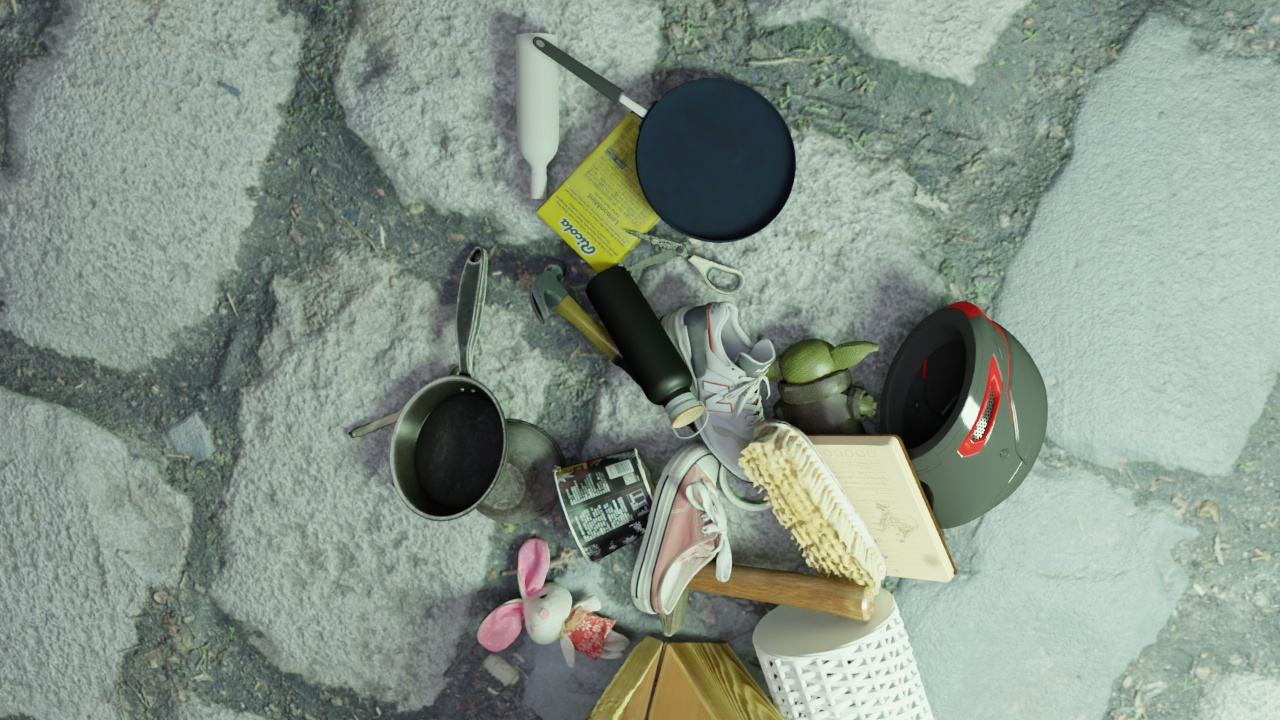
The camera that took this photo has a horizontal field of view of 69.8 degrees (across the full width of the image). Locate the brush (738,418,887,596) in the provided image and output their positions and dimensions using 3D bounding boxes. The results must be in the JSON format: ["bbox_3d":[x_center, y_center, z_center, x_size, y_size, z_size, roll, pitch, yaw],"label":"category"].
[{"bbox_3d":[0.211,0.183,1.100,0.083,0.056,0.271,-13,119,44],"label":"brush"}]

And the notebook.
[{"bbox_3d":[0.270,0.181,1.116,0.168,0.024,0.225,-4,125,43],"label":"notebook"}]

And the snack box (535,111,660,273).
[{"bbox_3d":[-0.027,-0.209,1.147,0.121,0.045,0.181,43,100,-4],"label":"snack box"}]

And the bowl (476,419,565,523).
[{"bbox_3d":[-0.176,0.156,1.219,0.145,0.067,0.145,1,100,7],"label":"bowl"}]

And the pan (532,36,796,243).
[{"bbox_3d":[0.025,-0.282,1.098,0.356,0.021,0.198,32,83,-8],"label":"pan"}]

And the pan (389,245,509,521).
[{"bbox_3d":[-0.231,0.030,1.190,0.188,0.055,0.356,6,81,29],"label":"pan"}]

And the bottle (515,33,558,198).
[{"bbox_3d":[-0.128,-0.300,1.139,0.052,0.052,0.195,2,100,7],"label":"bottle"}]

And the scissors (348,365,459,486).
[{"bbox_3d":[-0.311,0.091,1.252,0.179,0.015,0.195,8,100,5],"label":"scissors"}]

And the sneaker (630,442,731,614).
[{"bbox_3d":[0.065,0.200,1.120,0.088,0.240,0.118,0,138,28],"label":"sneaker"}]

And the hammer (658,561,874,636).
[{"bbox_3d":[0.147,0.289,1.157,0.301,0.037,0.158,1,101,33],"label":"hammer"}]

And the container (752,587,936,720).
[{"bbox_3d":[0.256,0.406,1.148,0.189,0.189,0.187,-18,96,10],"label":"container"}]

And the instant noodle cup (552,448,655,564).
[{"bbox_3d":[-0.036,0.180,1.177,0.112,0.137,0.137,-22,97,1],"label":"instant noodle cup"}]

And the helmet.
[{"bbox_3d":[0.388,0.074,1.084,0.169,0.164,0.265,15,101,-25],"label":"helmet"}]

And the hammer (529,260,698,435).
[{"bbox_3d":[-0.007,0.007,1.160,0.333,0.117,0.025,41,120,-7],"label":"hammer"}]

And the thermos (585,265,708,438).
[{"bbox_3d":[0.012,-0.008,1.112,0.061,0.061,0.231,-35,68,11],"label":"thermos"}]

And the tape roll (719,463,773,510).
[{"bbox_3d":[0.150,0.150,1.202,0.094,0.018,0.094,1,101,7],"label":"tape roll"}]

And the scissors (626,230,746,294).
[{"bbox_3d":[0.069,-0.137,1.145,0.168,0.012,0.157,44,87,-15],"label":"scissors"}]

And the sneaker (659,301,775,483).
[{"bbox_3d":[0.116,0.028,1.117,0.125,0.088,0.239,-35,85,47],"label":"sneaker"}]

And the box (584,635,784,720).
[{"bbox_3d":[0.006,0.521,1.154,0.263,0.269,0.279,7,104,-20],"label":"box"}]

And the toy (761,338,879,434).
[{"bbox_3d":[0.223,0.048,1.142,0.180,0.078,0.153,-11,98,33],"label":"toy"}]

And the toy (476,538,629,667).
[{"bbox_3d":[-0.108,0.350,1.239,0.194,0.084,0.159,30,74,2],"label":"toy"}]
